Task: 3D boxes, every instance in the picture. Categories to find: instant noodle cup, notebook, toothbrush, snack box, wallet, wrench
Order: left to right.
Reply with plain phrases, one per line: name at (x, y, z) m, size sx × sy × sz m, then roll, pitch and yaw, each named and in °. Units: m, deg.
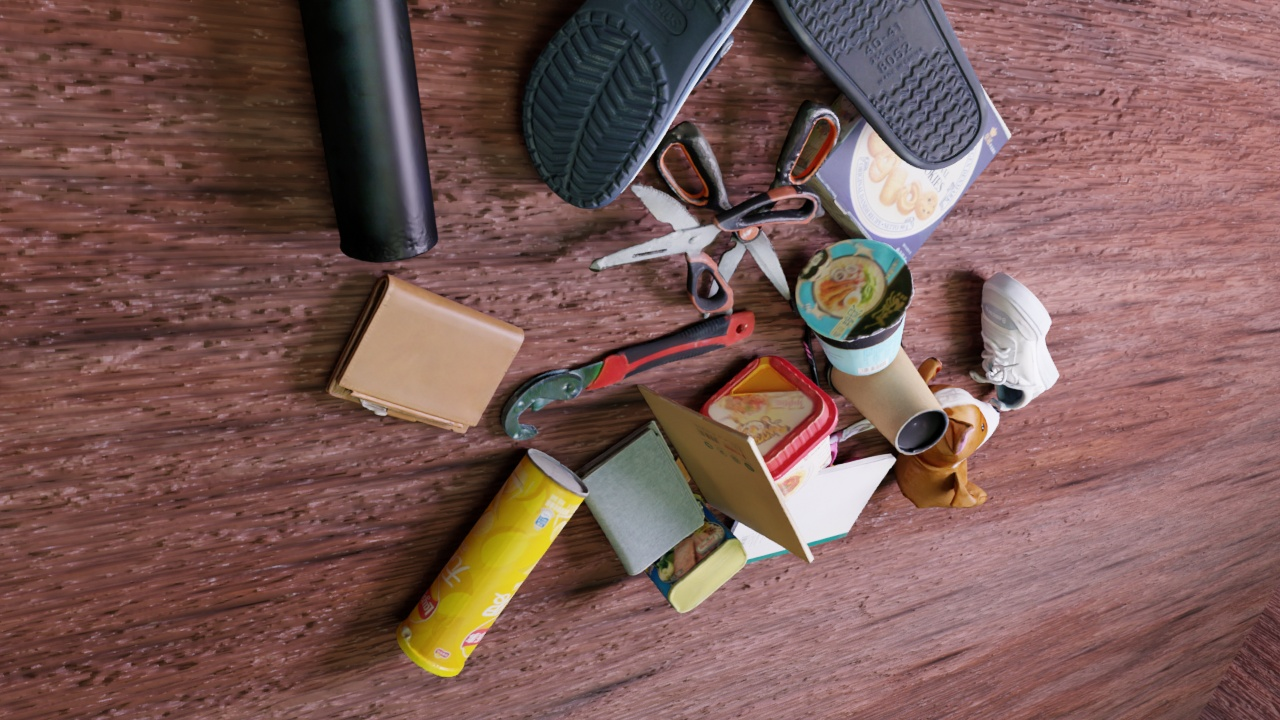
wallet at (-0.170, 0.001, 0.735) m, size 0.131 × 0.031 × 0.108 m, roll 22°, pitch 100°, yaw -40°
wrench at (-0.005, 0.005, 0.859) m, size 0.272 × 0.016 × 0.056 m, roll -22°, pitch 129°, yaw -21°
wallet at (0.002, 0.137, 0.924) m, size 0.106 × 0.037 × 0.130 m, roll -34°, pitch 116°, yaw -14°
notebook at (0.085, 0.112, 0.899) m, size 0.008 × 0.148 × 0.208 m, roll -47°, pitch 134°, yaw -18°
instant noodle cup at (0.137, 0.077, 0.944) m, size 0.116 × 0.116 × 0.124 m, roll -40°, pitch 145°, yaw -7°
notebook at (0.192, 0.181, 1.082) m, size 0.208 × 0.012 × 0.151 m, roll -8°, pitch 135°, yaw -30°
toothbrush at (0.181, -0.002, 0.983) m, size 0.017 × 0.014 × 0.189 m, roll -25°, pitch 130°, yaw -7°
toothbrush at (0.241, 0.089, 1.077) m, size 0.187 × 0.017 × 0.016 m, roll -20°, pitch 125°, yaw -23°
instant noodle cup at (0.217, -0.045, 0.918) m, size 0.111 × 0.111 × 0.120 m, roll -43°, pitch 151°, yaw -5°
snack box at (0.254, -0.205, 0.885) m, size 0.182 × 0.046 × 0.178 m, roll -51°, pitch 131°, yaw 4°

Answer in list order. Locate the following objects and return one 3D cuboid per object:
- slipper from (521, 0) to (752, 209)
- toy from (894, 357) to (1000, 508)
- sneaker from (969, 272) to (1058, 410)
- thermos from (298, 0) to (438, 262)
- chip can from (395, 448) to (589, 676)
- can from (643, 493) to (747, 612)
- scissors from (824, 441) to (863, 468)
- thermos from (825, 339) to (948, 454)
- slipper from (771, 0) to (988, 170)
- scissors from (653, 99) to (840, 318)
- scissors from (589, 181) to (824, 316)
slipper at (0.003, -0.232, 0.672) m, size 0.105 × 0.095 × 0.253 m, roll 37°, pitch 115°, yaw -2°
toy at (0.366, 0.095, 1.090) m, size 0.130 × 0.140 × 0.200 m, roll -23°, pitch 135°, yaw 0°
sneaker at (0.438, -0.014, 1.108) m, size 0.091 × 0.089 × 0.242 m, roll -42°, pitch 139°, yaw 1°
thermos at (-0.167, -0.189, 0.593) m, size 0.089 × 0.068 × 0.243 m, roll -13°, pitch 124°, yaw -22°
chip can at (-0.136, 0.186, 0.845) m, size 0.072 × 0.072 × 0.213 m, roll 32°, pitch 96°, yaw -42°
can at (0.051, 0.204, 0.973) m, size 0.102 × 0.083 × 0.057 m, roll -39°, pitch 132°, yaw -9°
scissors at (0.215, 0.141, 1.082) m, size 0.134 × 0.017 × 0.134 m, roll -14°, pitch 137°, yaw -33°
thermos at (0.264, 0.031, 0.981) m, size 0.093 × 0.143 × 0.093 m, roll -11°, pitch 129°, yaw -14°
slipper at (0.193, -0.279, 0.775) m, size 0.111 × 0.083 × 0.268 m, roll -36°, pitch 113°, yaw 15°
scissors at (0.097, -0.135, 0.813) m, size 0.220 × 0.021 × 0.233 m, roll 30°, pitch 116°, yaw -33°
scissors at (0.062, -0.104, 0.782) m, size 0.189 × 0.015 × 0.223 m, roll -35°, pitch 146°, yaw 10°
